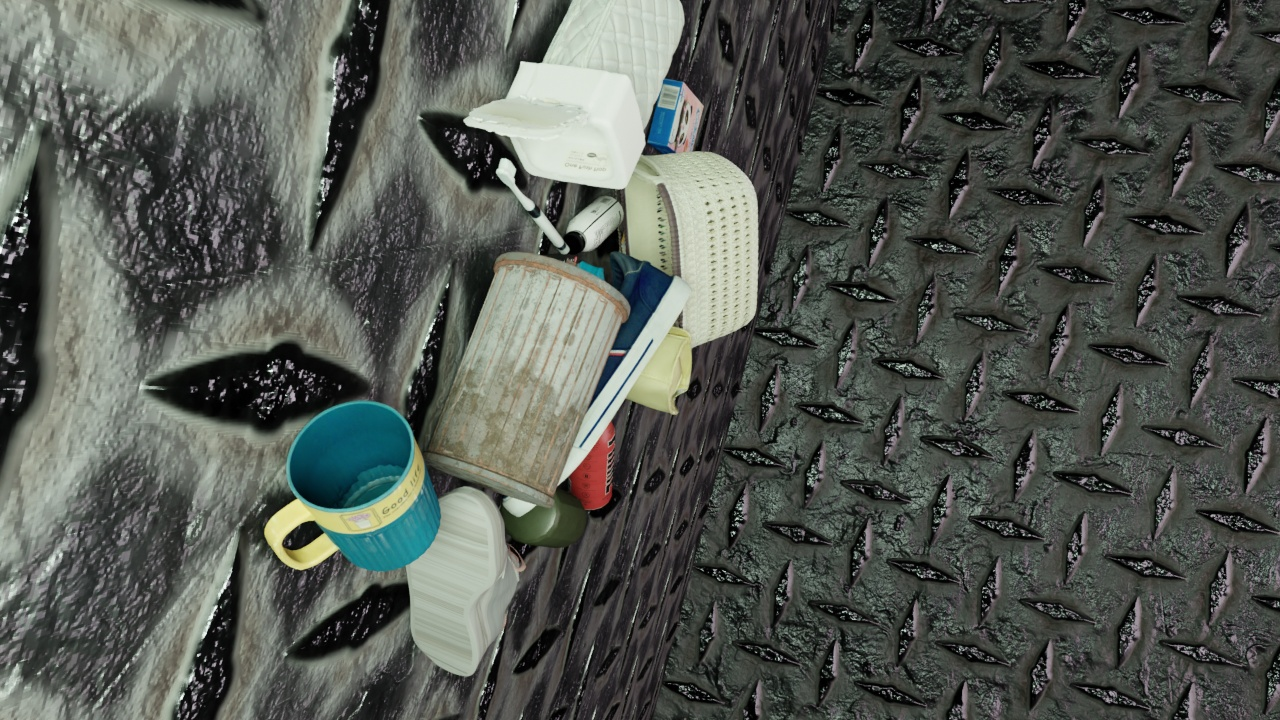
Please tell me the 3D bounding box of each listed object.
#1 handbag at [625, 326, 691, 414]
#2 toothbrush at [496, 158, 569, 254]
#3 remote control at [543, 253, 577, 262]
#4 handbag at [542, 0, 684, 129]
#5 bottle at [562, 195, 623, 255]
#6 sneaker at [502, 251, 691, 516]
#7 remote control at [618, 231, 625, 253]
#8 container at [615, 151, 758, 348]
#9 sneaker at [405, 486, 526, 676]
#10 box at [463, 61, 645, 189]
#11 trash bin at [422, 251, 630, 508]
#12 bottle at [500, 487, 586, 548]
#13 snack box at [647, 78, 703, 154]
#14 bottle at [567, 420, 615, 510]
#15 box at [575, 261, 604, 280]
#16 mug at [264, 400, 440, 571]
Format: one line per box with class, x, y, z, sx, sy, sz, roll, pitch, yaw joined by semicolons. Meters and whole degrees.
handbag;-0.006;0.006;1.065;0.111;0.119;0.081;77;31;-63
toothbrush;-0.099;-0.143;0.879;0.187;0.012;0.017;51;52;-70
remote control;-0.095;-0.096;0.966;0.146;0.015;0.033;-30;133;-72
handbag;-0.026;-0.296;0.892;0.139;0.073;0.194;51;53;-52
bottle;-0.056;-0.147;1.020;0.115;0.041;0.041;-55;156;-57
sneaker;-0.075;0.012;0.926;0.294;0.127;0.121;-58;-173;-12
remote control;-0.008;-0.184;1.237;0.038;0.018;0.125;-1;104;-77
container;0.053;-0.134;1.113;0.184;0.143;0.252;-125;-155;-53
sneaker;-0.156;0.189;0.857;0.089;0.099;0.237;-56;165;-52
box;-0.068;-0.202;0.761;0.189;0.111;0.101;27;74;-72
trash bin;-0.099;0.011;0.820;0.131;0.131;0.210;65;43;-70
bottle;-0.107;0.191;1.117;0.207;0.071;0.071;54;52;-74
snack box;0.050;-0.331;1.282;0.154;0.033;0.088;-15;120;-76
bottle;-0.066;0.120;1.232;0.062;0.062;0.177;-60;160;-49
box;-0.094;0.002;1.040;0.094;0.039;0.226;83;26;-61
mug;-0.199;0.098;0.632;0.113;0.083;0.107;-37;154;-22
